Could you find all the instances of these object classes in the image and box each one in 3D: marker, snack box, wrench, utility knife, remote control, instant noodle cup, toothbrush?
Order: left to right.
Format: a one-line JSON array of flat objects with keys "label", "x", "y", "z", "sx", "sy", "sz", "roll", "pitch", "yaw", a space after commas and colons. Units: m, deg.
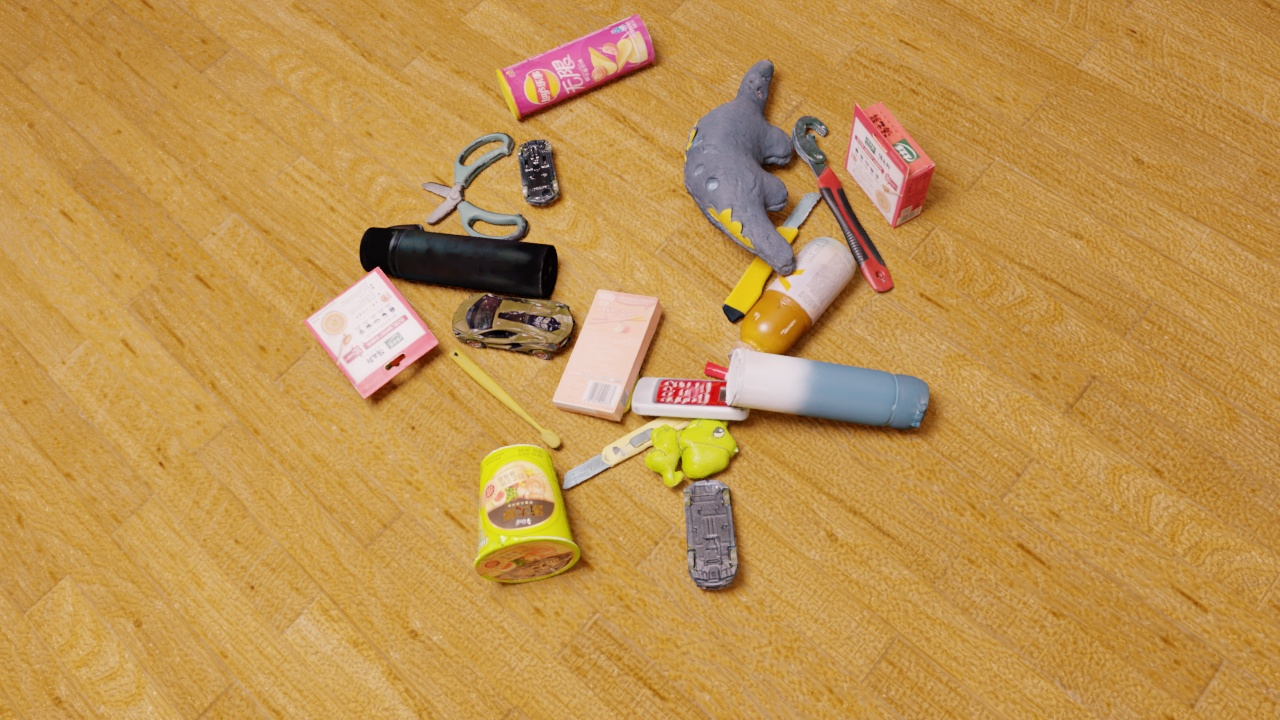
[{"label": "snack box", "x": -0.325, "y": -0.030, "z": 1.123, "sx": 0.113, "sy": 0.044, "sz": 0.127, "roll": -38, "pitch": 81, "yaw": -11}, {"label": "toothbrush", "x": -0.162, "y": 0.045, "z": 1.093, "sx": 0.190, "sy": 0.017, "sz": 0.015, "roll": 38, "pitch": 76, "yaw": 22}, {"label": "instant noodle cup", "x": -0.129, "y": 0.161, "z": 0.990, "sx": 0.112, "sy": 0.112, "sz": 0.123, "roll": -13, "pitch": 57, "yaw": 0}, {"label": "snack box", "x": -0.038, "y": -0.009, "z": 1.087, "sx": 0.084, "sy": 0.026, "sz": 0.157, "roll": 10, "pitch": 65, "yaw": 26}, {"label": "marker", "x": -0.006, "y": 0.006, "z": 1.093, "sx": 0.018, "sy": 0.015, "sz": 0.124, "roll": 5, "pitch": 62, "yaw": 23}, {"label": "utility knife", "x": 0.000, "y": 0.094, "z": 1.054, "sx": 0.204, "sy": 0.021, "sz": 0.031, "roll": -30, "pitch": 61, "yaw": -3}, {"label": "remote control", "x": 0.059, "y": 0.043, "z": 1.050, "sx": 0.136, "sy": 0.020, "sz": 0.055, "roll": 3, "pitch": 39, "yaw": 13}, {"label": "marker", "x": 0.143, "y": 0.031, "z": 1.062, "sx": 0.145, "sy": 0.017, "sz": 0.017, "roll": 19, "pitch": 69, "yaw": 15}, {"label": "utility knife", "x": 0.165, "y": -0.131, "z": 1.135, "sx": 0.033, "sy": 0.015, "sz": 0.215, "roll": 30, "pitch": 72, "yaw": 18}, {"label": "wrench", "x": 0.250, "y": -0.201, "z": 1.152, "sx": 0.056, "sy": 0.016, "sz": 0.273, "roll": -8, "pitch": 64, "yaw": -21}, {"label": "snack box", "x": 0.300, "y": -0.242, "z": 1.109, "sx": 0.044, "sy": 0.127, "sz": 0.113, "roll": -27, "pitch": 66, "yaw": -6}]

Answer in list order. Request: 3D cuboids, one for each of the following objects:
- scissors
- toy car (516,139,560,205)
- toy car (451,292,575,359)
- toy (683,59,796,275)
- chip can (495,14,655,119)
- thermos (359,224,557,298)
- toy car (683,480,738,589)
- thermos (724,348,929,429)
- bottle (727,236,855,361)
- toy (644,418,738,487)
[{"label": "scissors", "x": -0.202, "y": -0.225, "z": 1.222, "sx": 0.170, "sy": 0.019, "sz": 0.171, "roll": 34, "pitch": 72, "yaw": 18}, {"label": "toy car", "x": -0.135, "y": -0.247, "z": 1.216, "sx": 0.049, "sy": 0.031, "sz": 0.105, "roll": -12, "pitch": 63, "yaw": 2}, {"label": "toy car", "x": -0.157, "y": -0.045, "z": 1.121, "sx": 0.158, "sy": 0.042, "sz": 0.070, "roll": 6, "pitch": 65, "yaw": 12}, {"label": "toy", "x": 0.123, "y": -0.249, "z": 1.147, "sx": 0.138, "sy": 0.091, "sz": 0.355, "roll": -1, "pitch": 57, "yaw": 7}, {"label": "chip can", "x": -0.088, "y": -0.404, "z": 1.262, "sx": 0.210, "sy": 0.071, "sz": 0.071, "roll": -24, "pitch": 65, "yaw": -5}, {"label": "thermos", "x": -0.226, "y": -0.135, "z": 1.157, "sx": 0.243, "sy": 0.068, "sz": 0.089, "roll": 9, "pitch": 50, "yaw": 12}, {"label": "toy car", "x": 0.075, "y": 0.186, "z": 0.988, "sx": 0.054, "sy": 0.037, "sz": 0.120, "roll": -6, "pitch": 55, "yaw": 4}, {"label": "thermos", "x": 0.206, "y": 0.034, "z": 1.008, "sx": 0.220, "sy": 0.070, "sz": 0.070, "roll": 8, "pitch": 66, "yaw": -5}, {"label": "bottle", "x": 0.175, "y": -0.062, "z": 1.073, "sx": 0.068, "sy": 0.068, "sz": 0.189, "roll": 37, "pitch": 74, "yaw": 20}, {"label": "toy", "x": 0.059, "y": 0.100, "z": 1.030, "sx": 0.100, "sy": 0.031, "sz": 0.096, "roll": 12, "pitch": 66, "yaw": 6}]
